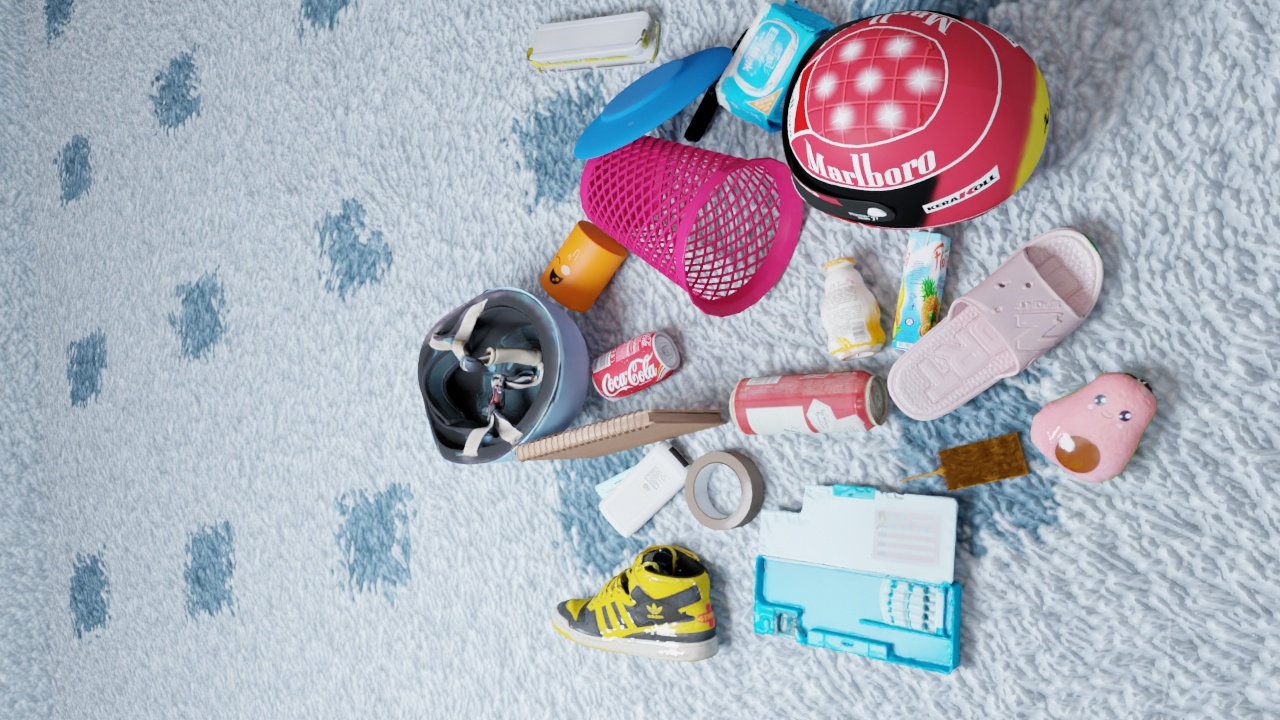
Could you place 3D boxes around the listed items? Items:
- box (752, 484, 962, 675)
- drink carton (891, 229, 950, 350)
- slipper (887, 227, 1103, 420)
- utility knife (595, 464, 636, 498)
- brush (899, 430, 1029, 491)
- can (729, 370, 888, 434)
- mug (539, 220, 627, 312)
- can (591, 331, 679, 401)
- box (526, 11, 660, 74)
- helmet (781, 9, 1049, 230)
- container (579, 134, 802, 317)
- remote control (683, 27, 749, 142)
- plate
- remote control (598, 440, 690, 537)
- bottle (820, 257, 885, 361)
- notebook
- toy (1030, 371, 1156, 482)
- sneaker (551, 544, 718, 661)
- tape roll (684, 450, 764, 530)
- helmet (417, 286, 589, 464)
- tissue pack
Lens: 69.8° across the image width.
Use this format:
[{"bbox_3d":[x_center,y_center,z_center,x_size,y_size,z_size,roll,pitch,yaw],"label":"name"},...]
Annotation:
[{"bbox_3d":[0.230,0.226,0.995,0.227,0.039,0.182,1,87,36],"label":"box"},{"bbox_3d":[0.295,-0.073,0.963,0.039,0.044,0.129,11,96,36],"label":"drink carton"},{"bbox_3d":[0.344,-0.028,0.890,0.240,0.064,0.094,-43,78,17],"label":"slipper"},{"bbox_3d":[-0.010,0.148,1.191,0.121,0.015,0.022,-32,73,27],"label":"utility knife"},{"bbox_3d":[0.328,0.110,0.943,0.127,0.017,0.048,-20,76,34],"label":"brush"},{"bbox_3d":[0.185,0.048,1.022,0.170,0.067,0.067,-5,84,35],"label":"can"},{"bbox_3d":[-0.079,-0.134,1.229,0.096,0.077,0.112,-53,29,21],"label":"mug"},{"bbox_3d":[-0.007,0.007,1.165,0.105,0.064,0.064,-26,72,32],"label":"can"},{"bbox_3d":[-0.065,-0.433,1.258,0.210,0.044,0.065,8,79,36],"label":"box"},{"bbox_3d":[0.248,-0.230,0.893,0.271,0.224,0.197,7,87,35],"label":"helmet"},{"bbox_3d":[0.044,-0.180,1.083,0.226,0.183,0.183,33,106,41],"label":"container"},{"bbox_3d":[0.099,-0.338,1.131,0.152,0.020,0.041,-60,17,18],"label":"remote control"},{"bbox_3d":[0.007,-0.319,1.104,0.225,0.223,0.024,-18,121,34],"label":"plate"},{"bbox_3d":[0.006,0.164,1.163,0.060,0.025,0.139,47,114,10],"label":"remote control"},{"bbox_3d":[0.227,-0.056,0.999,0.063,0.063,0.108,-17,77,34],"label":"bottle"},{"bbox_3d":[-0.027,0.092,1.110,0.211,0.168,0.022,-18,76,34],"label":"notebook"},{"bbox_3d":[0.425,0.057,0.855,0.090,0.051,0.110,43,111,28],"label":"toy"},{"bbox_3d":[-0.014,0.290,1.138,0.239,0.085,0.122,1,94,32],"label":"sneaker"},{"bbox_3d":[0.100,0.155,1.099,0.094,0.030,0.093,-3,86,36],"label":"tape roll"},{"bbox_3d":[-0.166,0.018,1.215,0.266,0.166,0.225,-29,71,37],"label":"helmet"},{"bbox_3d":[0.155,-0.346,1.069,0.093,0.061,0.145,41,111,31],"label":"tissue pack"}]
